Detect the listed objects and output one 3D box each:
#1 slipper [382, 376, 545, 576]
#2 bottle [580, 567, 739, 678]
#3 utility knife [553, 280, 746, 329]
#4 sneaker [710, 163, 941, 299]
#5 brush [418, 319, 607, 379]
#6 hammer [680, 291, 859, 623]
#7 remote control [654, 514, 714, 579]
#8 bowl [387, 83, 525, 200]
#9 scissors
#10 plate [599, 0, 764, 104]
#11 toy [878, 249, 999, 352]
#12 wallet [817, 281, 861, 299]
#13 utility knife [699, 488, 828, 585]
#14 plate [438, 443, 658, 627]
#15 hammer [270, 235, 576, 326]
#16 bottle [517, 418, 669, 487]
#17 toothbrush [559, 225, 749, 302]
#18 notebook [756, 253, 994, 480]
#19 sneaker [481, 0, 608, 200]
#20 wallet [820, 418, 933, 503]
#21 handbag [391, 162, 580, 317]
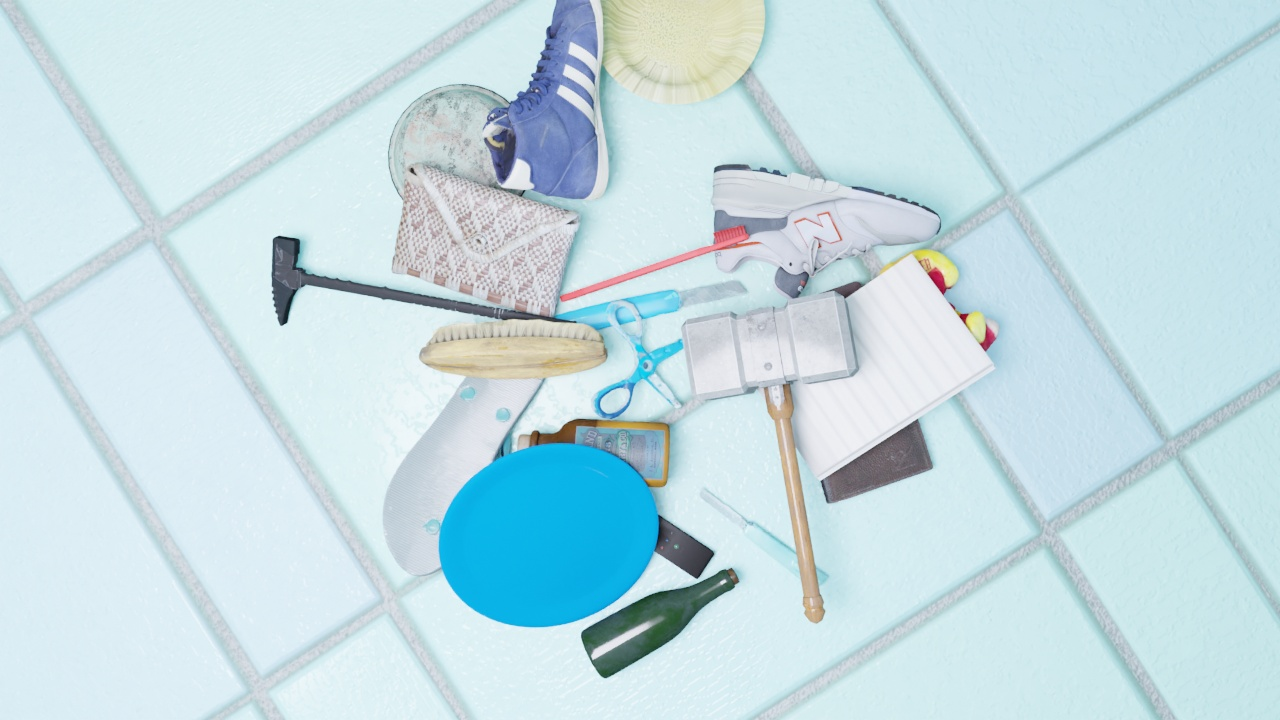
[{"bbox_3d":[-0.189,0.096,0.972,0.098,0.055,0.268,25,78,3],"label":"slipper"},{"bbox_3d":[0.025,0.267,0.961,0.174,0.055,0.055,-29,89,-2],"label":"bottle"},{"bbox_3d":[0.004,-0.055,0.986,0.221,0.015,0.031,-11,93,3],"label":"utility knife"},{"bbox_3d":[0.180,-0.122,0.959,0.240,0.088,0.124,15,93,9],"label":"sneaker"},{"bbox_3d":[-0.131,-0.012,0.943,0.195,0.059,0.043,-1,59,6],"label":"brush"},{"bbox_3d":[0.150,0.103,0.920,0.163,0.082,0.317,-10,85,16],"label":"hammer"},{"bbox_3d":[0.008,0.178,0.982,0.150,0.013,0.034,33,89,0],"label":"remote control"},{"bbox_3d":[-0.194,-0.221,0.976,0.157,0.038,0.157,0,89,0],"label":"bowl"},{"bbox_3d":[-0.006,0.006,0.967,0.139,0.011,0.134,-43,102,-19],"label":"scissors"},{"bbox_3d":[0.038,-0.360,0.980,0.184,0.036,0.184,0,89,0],"label":"plate"},{"bbox_3d":[0.306,-0.052,0.966,0.105,0.067,0.137,-43,82,-1],"label":"toy"},{"bbox_3d":[0.210,-0.017,0.986,0.091,0.018,0.115,-19,91,-1],"label":"wallet"},{"bbox_3d":[0.129,0.190,0.981,0.166,0.015,0.022,37,88,-2],"label":"utility knife"},{"bbox_3d":[-0.093,0.178,0.941,0.224,0.024,0.225,-6,116,-12],"label":"plate"},{"bbox_3d":[-0.229,-0.057,0.964,0.325,0.015,0.095,10,109,2],"label":"hammer"},{"bbox_3d":[-0.049,0.095,0.957,0.157,0.068,0.068,3,89,0],"label":"bottle"},{"bbox_3d":[0.010,-0.101,0.958,0.213,0.012,0.018,-17,89,17],"label":"toothbrush"},{"bbox_3d":[0.232,0.008,0.949,0.210,0.009,0.142,-35,77,11],"label":"notebook"},{"bbox_3d":[-0.107,-0.279,0.933,0.118,0.091,0.233,-7,99,-30],"label":"sneaker"},{"bbox_3d":[0.242,0.089,0.978,0.120,0.031,0.099,-17,92,-2],"label":"wallet"},{"bbox_3d":[-0.164,-0.122,0.949,0.186,0.046,0.124,18,120,0],"label":"handbag"}]
